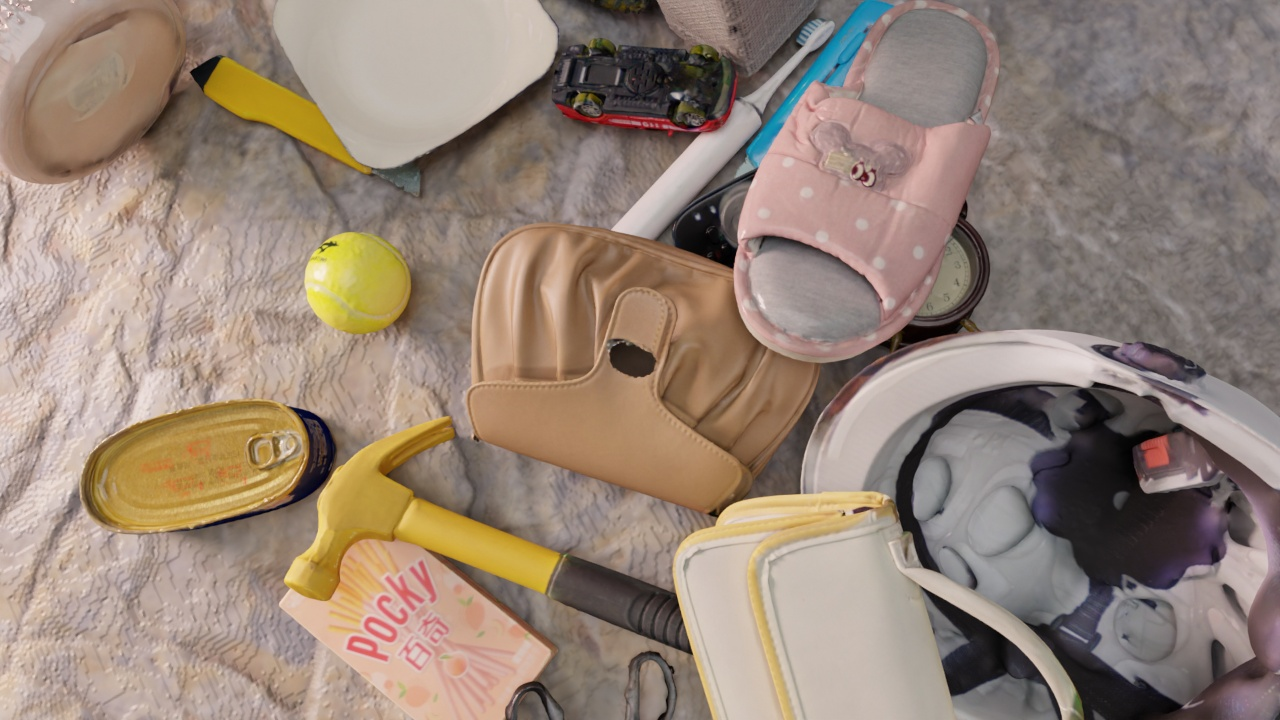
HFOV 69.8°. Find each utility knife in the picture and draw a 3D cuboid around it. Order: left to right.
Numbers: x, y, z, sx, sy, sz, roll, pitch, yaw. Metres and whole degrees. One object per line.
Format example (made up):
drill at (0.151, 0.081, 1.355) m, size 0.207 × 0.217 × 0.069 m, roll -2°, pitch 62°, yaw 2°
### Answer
utility knife at (-0.229, -0.161, 0.634) m, size 0.192 × 0.015 × 0.033 m, roll 29°, pitch 88°, yaw 9°
utility knife at (0.114, -0.172, 0.602) m, size 0.034 × 0.018 × 0.162 m, roll 39°, pitch 88°, yaw 9°

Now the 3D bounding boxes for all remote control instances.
remote control at (0.084, -0.099, 0.586) m, size 0.136 × 0.024 × 0.053 m, roll -25°, pitch 105°, yaw 1°

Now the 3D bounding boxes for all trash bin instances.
trash bin at (-0.414, -0.225, 0.575) m, size 0.192 × 0.227 × 0.227 m, roll 36°, pitch 86°, yaw -3°

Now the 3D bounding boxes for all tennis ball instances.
tennis ball at (-0.180, -0.049, 0.587) m, size 0.065 × 0.065 × 0.065 m, roll -1°, pitch 81°, yaw 5°

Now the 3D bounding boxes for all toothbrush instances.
toothbrush at (0.050, -0.142, 0.599) m, size 0.221 × 0.027 × 0.026 m, roll -48°, pitch 56°, yaw -3°

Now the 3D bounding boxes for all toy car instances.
toy car at (0.003, -0.175, 0.595) m, size 0.121 × 0.045 × 0.053 m, roll 10°, pitch 78°, yaw 17°

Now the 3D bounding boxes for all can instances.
can at (-0.273, 0.069, 0.586) m, size 0.148 × 0.049 × 0.074 m, roll -14°, pitch 81°, yaw 3°

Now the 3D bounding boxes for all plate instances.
plate at (-0.151, -0.219, 0.626) m, size 0.163 × 0.034 × 0.164 m, roll -33°, pitch 80°, yaw -1°

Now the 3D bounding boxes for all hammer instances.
hammer at (-0.049, 0.128, 0.551) m, size 0.301 × 0.033 × 0.128 m, roll 21°, pitch 62°, yaw 3°

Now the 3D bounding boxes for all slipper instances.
slipper at (0.137, -0.117, 0.520) m, size 0.114 × 0.054 × 0.273 m, roll 26°, pitch 66°, yaw 11°

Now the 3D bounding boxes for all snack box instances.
snack box at (-0.138, 0.165, 0.570) m, size 0.157 × 0.026 × 0.084 m, roll 36°, pitch 86°, yaw 9°

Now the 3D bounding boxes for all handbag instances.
handbag at (-0.003, 0.003, 0.540) m, size 0.204 × 0.099 × 0.148 m, roll 17°, pitch 93°, yaw 3°
handbag at (0.113, 0.148, 0.450) m, size 0.179 × 0.063 × 0.163 m, roll -14°, pitch 94°, yaw 34°

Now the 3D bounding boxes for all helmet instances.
helmet at (0.226, 0.087, 0.475) m, size 0.259 × 0.145 × 0.229 m, roll 34°, pitch 121°, yaw 26°

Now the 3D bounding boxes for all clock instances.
clock at (0.165, -0.062, 0.562) m, size 0.082 × 0.055 × 0.122 m, roll -11°, pitch 79°, yaw 4°

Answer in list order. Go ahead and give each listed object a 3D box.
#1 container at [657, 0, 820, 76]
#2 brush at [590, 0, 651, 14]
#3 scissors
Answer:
container at (0.056, -0.249, 0.564) m, size 0.090 × 0.114 × 0.090 m, roll 41°, pitch 87°, yaw 24°
brush at (-0.041, -0.289, 0.602) m, size 0.146 × 0.063 × 0.069 m, roll 26°, pitch 73°, yaw -10°
scissors at (-0.016, 0.255, 0.542) m, size 0.178 × 0.014 × 0.159 m, roll 39°, pitch 76°, yaw -6°
